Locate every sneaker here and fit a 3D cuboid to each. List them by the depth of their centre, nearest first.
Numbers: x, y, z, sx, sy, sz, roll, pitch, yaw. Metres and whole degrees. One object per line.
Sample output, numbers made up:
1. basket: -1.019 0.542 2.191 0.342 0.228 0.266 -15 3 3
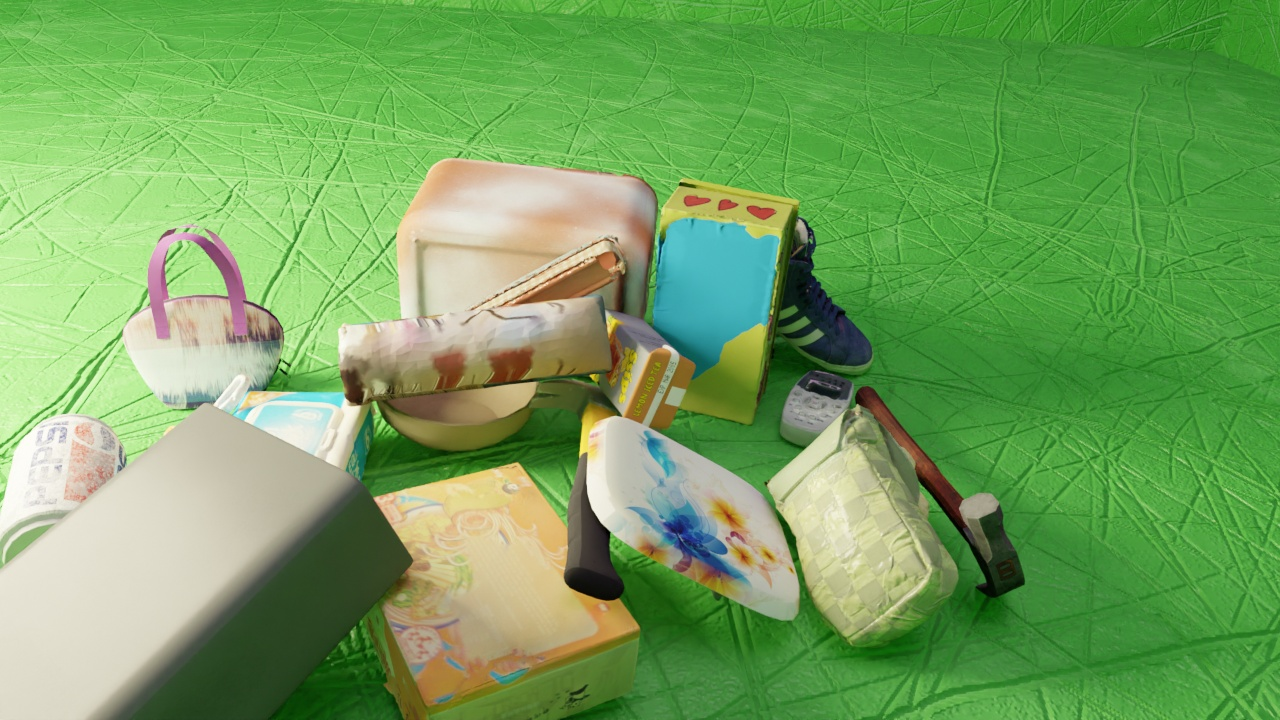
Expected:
1. sneaker: 0.179 -0.080 0.969 0.233 0.119 0.091 25 45 -12

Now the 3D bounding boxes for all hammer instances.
1. hammer: -0.037 0.088 0.733 0.127 0.029 0.323 23 17 -8
2. hammer: 0.251 0.097 0.810 0.028 0.111 0.300 -26 23 4

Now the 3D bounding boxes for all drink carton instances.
1. drink carton: -0.005 0.005 0.846 0.048 0.076 0.125 15 16 -28

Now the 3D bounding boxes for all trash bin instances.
1. trash bin: -0.285 0.149 0.554 0.192 0.098 0.219 17 51 34
2. trash bin: -0.119 -0.095 0.975 0.260 0.182 0.157 7 33 1

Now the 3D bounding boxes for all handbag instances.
1. handbag: 0.181 0.135 0.727 0.116 0.113 0.186 23 34 -35
2. handbag: -0.408 -0.044 0.857 0.144 0.170 0.068 -3 33 -14

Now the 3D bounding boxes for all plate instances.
1. plate: 0.043 0.113 0.717 0.187 0.016 0.186 29 18 -13

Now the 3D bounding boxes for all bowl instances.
1. bowl: -0.173 0.040 0.864 0.152 0.051 0.152 6 29 -4

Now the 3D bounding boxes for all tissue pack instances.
1. tissue pack: -0.292 0.088 0.765 0.117 0.066 0.209 2 30 -5

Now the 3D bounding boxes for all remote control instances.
1. remote control: 0.177 0.048 0.927 0.060 0.028 0.114 19 34 21

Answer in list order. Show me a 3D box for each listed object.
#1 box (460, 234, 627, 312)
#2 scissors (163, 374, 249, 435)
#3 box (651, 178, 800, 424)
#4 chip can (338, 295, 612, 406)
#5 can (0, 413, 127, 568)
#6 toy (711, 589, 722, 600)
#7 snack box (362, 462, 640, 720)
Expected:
1. box: -0.098 -0.059 0.868 0.187 0.060 0.057 -28 -13 12
2. scissors: -0.379 0.060 0.784 0.125 0.011 0.129 6 56 50
3. box: 0.077 -0.056 0.900 0.124 0.221 0.082 11 32 13
4. chip can: -0.141 -0.010 0.798 0.229 0.080 0.079 -8 33 -8
5. can: -0.438 0.105 0.700 0.078 0.078 0.136 -9 34 -22
6. toy: 0.068 0.152 0.743 0.049 0.030 0.111 13 24 -15
7. snack box: -0.113 0.170 0.637 0.144 0.081 0.195 -11 35 -29
